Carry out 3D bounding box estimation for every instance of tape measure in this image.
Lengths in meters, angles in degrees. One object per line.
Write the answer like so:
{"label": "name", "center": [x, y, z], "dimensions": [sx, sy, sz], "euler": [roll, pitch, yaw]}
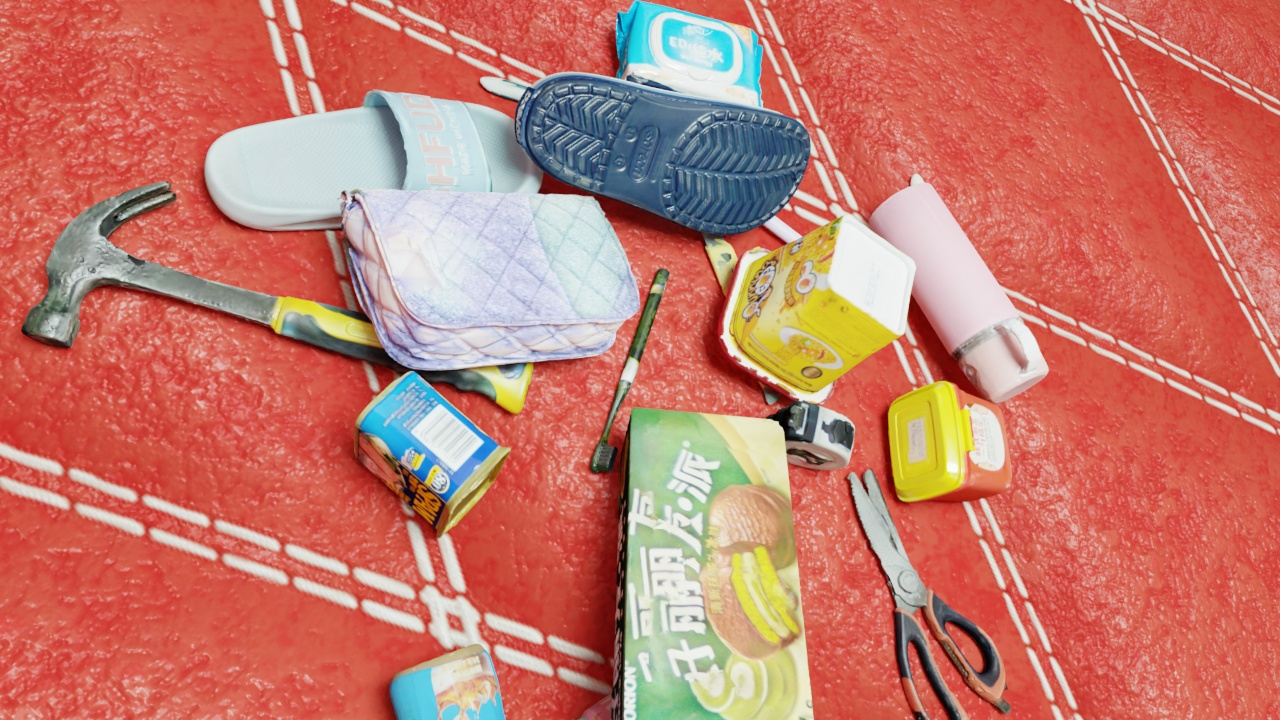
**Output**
{"label": "tape measure", "center": [0.134, 0.061, 0.719], "dimensions": [0.066, 0.066, 0.033], "euler": [19, 69, -9]}

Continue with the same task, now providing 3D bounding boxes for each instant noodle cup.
{"label": "instant noodle cup", "center": [0.140, -0.042, 0.717], "dimensions": [0.116, 0.124, 0.116], "euler": [31, 57, -18]}

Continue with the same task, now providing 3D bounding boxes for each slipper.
{"label": "slipper", "center": [0.016, -0.171, 0.744], "dimensions": [0.252, 0.105, 0.095], "euler": [4, 25, -26]}
{"label": "slipper", "center": [-0.193, -0.154, 0.683], "dimensions": [0.245, 0.074, 0.104], "euler": [-10, 72, -21]}

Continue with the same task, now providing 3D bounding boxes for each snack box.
{"label": "snack box", "center": [0.256, 0.071, 0.752], "dimensions": [0.080, 0.082, 0.091], "euler": [12, 66, -26]}
{"label": "snack box", "center": [0.043, 0.146, 0.610], "dimensions": [0.114, 0.063, 0.239], "euler": [6, 51, -5]}

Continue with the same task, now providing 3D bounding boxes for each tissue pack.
{"label": "tissue pack", "center": [0.043, -0.259, 0.812], "dimensions": [0.140, 0.063, 0.089], "euler": [9, 67, -16]}

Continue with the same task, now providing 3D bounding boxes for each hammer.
{"label": "hammer", "center": [-0.232, -0.030, 0.641], "dimensions": [0.323, 0.032, 0.126], "euler": [16, 72, -14]}

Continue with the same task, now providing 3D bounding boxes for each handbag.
{"label": "handbag", "center": [-0.105, -0.062, 0.654], "dimensions": [0.193, 0.076, 0.134], "euler": [-4, 58, -37]}

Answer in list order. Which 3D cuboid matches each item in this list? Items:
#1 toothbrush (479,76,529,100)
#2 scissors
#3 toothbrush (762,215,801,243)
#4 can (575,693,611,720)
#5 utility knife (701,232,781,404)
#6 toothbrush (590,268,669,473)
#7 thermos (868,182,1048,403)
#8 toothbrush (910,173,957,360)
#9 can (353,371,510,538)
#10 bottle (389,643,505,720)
{"label": "toothbrush", "center": [-0.044, -0.215, 0.791], "dimensions": [0.191, 0.018, 0.016], "euler": [13, 66, -15]}
{"label": "scissors", "center": [0.228, 0.189, 0.732], "dimensions": [0.197, 0.015, 0.205], "euler": [23, 64, -9]}
{"label": "toothbrush", "center": [0.108, -0.127, 0.811], "dimensions": [0.189, 0.021, 0.029], "euler": [37, 100, -5]}
{"label": "can", "center": [0.030, 0.229, 0.621], "dimensions": [0.147, 0.058, 0.058], "euler": [-25, 80, -26]}
{"label": "utility knife", "center": [0.080, -0.056, 0.778], "dimensions": [0.030, 0.021, 0.198], "euler": [-13, 70, -30]}
{"label": "toothbrush", "center": [-0.004, 0.004, 0.720], "dimensions": [0.012, 0.017, 0.185], "euler": [46, 53, -43]}
{"label": "thermos", "center": [0.275, -0.062, 0.790], "dimensions": [0.067, 0.087, 0.198], "euler": [-22, 67, -6]}
{"label": "toothbrush", "center": [0.277, -0.091, 0.855], "dimensions": [0.016, 0.018, 0.191], "euler": [-5, 72, -4]}
{"label": "can", "center": [-0.140, 0.062, 0.603], "dimensions": [0.083, 0.102, 0.057], "euler": [41, 62, 2]}
{"label": "bottle", "center": [-0.092, 0.287, 0.553], "dimensions": [0.065, 0.065, 0.218], "euler": [-14, 76, -24]}
